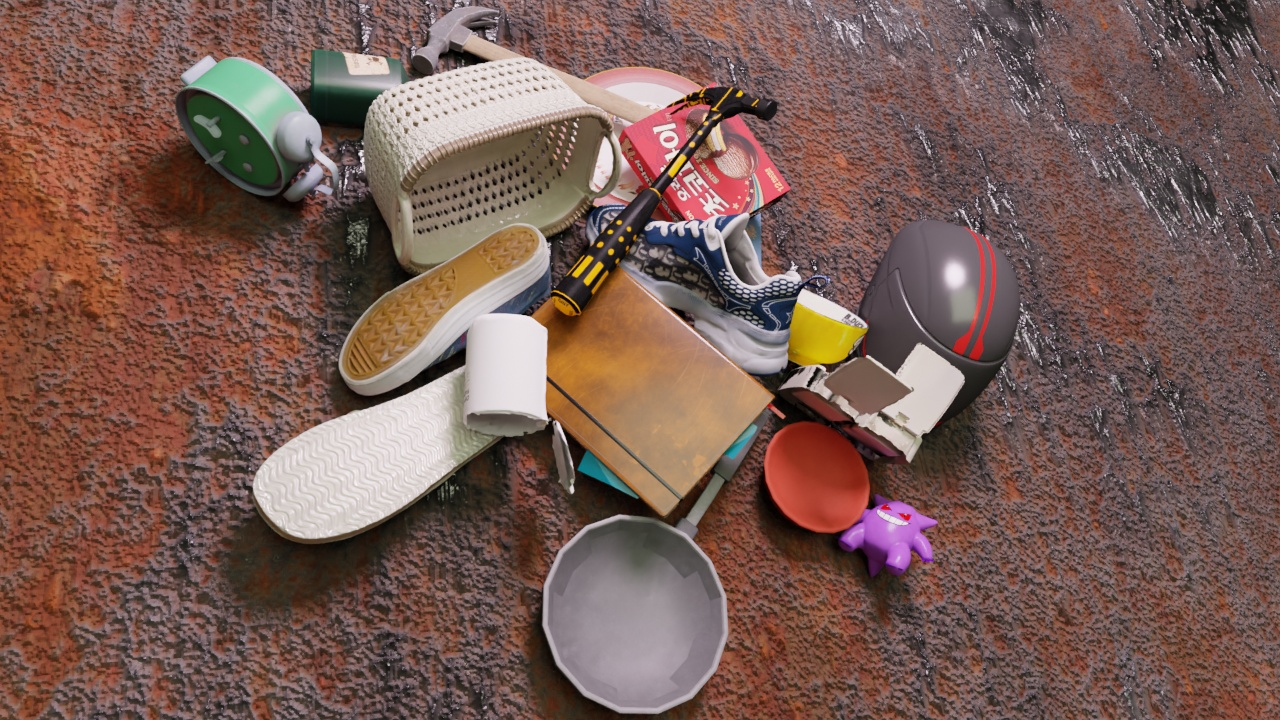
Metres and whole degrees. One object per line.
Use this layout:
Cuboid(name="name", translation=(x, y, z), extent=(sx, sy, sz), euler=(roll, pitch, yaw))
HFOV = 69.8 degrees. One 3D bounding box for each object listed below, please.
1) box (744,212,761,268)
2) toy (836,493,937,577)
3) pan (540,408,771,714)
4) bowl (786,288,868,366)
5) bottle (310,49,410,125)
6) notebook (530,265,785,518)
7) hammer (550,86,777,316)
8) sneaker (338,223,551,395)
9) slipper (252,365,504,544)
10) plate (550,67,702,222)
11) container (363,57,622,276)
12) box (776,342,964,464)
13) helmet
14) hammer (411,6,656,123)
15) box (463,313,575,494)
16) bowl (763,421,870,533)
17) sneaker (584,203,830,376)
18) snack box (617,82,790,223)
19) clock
Cuboid(name="box", translation=(0.116, -0.137, 1.069), extent=(0.066, 0.049, 0.209), euler=(14, 62, -17))
Cuboid(name="toy", translation=(0.260, 0.183, 0.961), extent=(0.106, 0.056, 0.087), euler=(23, 58, 33))
Cuboid(name="pan", translation=(0.038, 0.174, 0.892), extent=(0.178, 0.041, 0.356), euler=(37, 59, 0))
Cuboid(name="bowl", translation=(0.185, -0.034, 1.021), extent=(0.117, 0.068, 0.117), euler=(22, 16, -7))
Cuboid(name="bottle", translation=(-0.285, -0.289, 0.987), extent=(0.131, 0.061, 0.061), euler=(1, 63, -20))
Cuboid(name="notebook", translation=(-0.009, 0.029, 0.894), extent=(0.249, 0.014, 0.178), euler=(41, 75, 13))
Cuboid(name="hammer", translation=(0.010, -0.171, 0.941), extent=(0.123, 0.036, 0.319), euler=(21, 65, 37))
Cuboid(name="sneaker", translation=(-0.185, -0.041, 0.902), extent=(0.235, 0.079, 0.087), euler=(-38, 56, -14))
Cuboid(name="slipper", translation=(-0.225, 0.081, 0.838), extent=(0.262, 0.052, 0.115), euler=(-30, 74, -40))
Cuboid(name="plate", translation=(0.008, -0.253, 1.087), extent=(0.229, 0.021, 0.229), euler=(4, 64, -8))
Cuboid(name="container", translation=(-0.158, -0.200, 0.929), extent=(0.245, 0.185, 0.143), euler=(-24, 65, -29))
Cuboid(name="box", translation=(0.243, 0.034, 0.953), extent=(0.145, 0.186, 0.095), euler=(36, 59, -8))
Cuboid(name="helmet", translation=(0.339, -0.051, 1.037), extent=(0.164, 0.170, 0.264), euler=(20, 60, -10))
Cuboid(name="hammer", translation=(-0.091, -0.327, 1.073), extent=(0.331, 0.031, 0.119), euler=(22, 58, 1))
Cuboid(name="box", translation=(-0.107, 0.040, 0.838), extent=(0.112, 0.085, 0.162), euler=(7, 68, -13))
Cuboid(name="bowl", translation=(0.180, 0.127, 0.970), extent=(0.122, 0.035, 0.121), euler=(8, 63, -16))
Cuboid(name="sneaker", translation=(0.064, -0.107, 0.952), extent=(0.269, 0.133, 0.103), euler=(38, 30, 20))
Cuboid(name="snack box", translation=(0.071, -0.219, 1.039), extent=(0.132, 0.036, 0.152), euler=(-32, 85, -21))
Cuboid(name="clock", translation=(-0.363, -0.212, 0.884), extent=(0.161, 0.122, 0.075), euler=(32, 58, 1))
